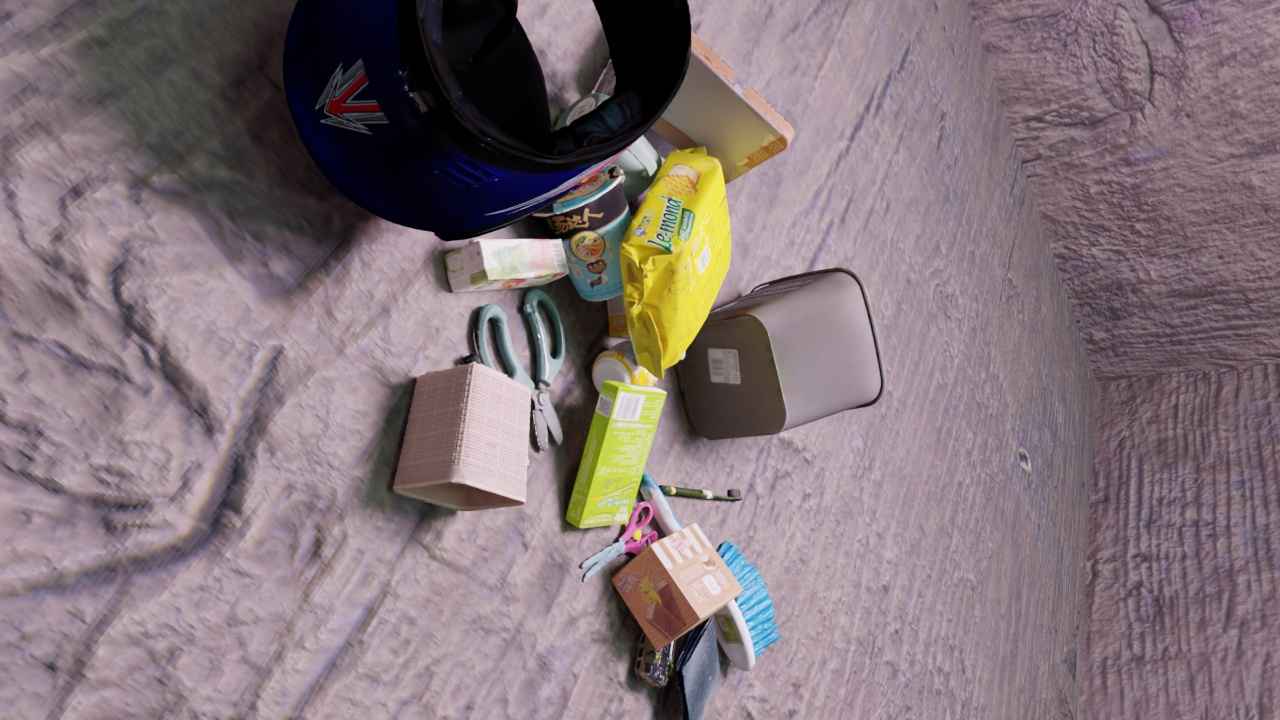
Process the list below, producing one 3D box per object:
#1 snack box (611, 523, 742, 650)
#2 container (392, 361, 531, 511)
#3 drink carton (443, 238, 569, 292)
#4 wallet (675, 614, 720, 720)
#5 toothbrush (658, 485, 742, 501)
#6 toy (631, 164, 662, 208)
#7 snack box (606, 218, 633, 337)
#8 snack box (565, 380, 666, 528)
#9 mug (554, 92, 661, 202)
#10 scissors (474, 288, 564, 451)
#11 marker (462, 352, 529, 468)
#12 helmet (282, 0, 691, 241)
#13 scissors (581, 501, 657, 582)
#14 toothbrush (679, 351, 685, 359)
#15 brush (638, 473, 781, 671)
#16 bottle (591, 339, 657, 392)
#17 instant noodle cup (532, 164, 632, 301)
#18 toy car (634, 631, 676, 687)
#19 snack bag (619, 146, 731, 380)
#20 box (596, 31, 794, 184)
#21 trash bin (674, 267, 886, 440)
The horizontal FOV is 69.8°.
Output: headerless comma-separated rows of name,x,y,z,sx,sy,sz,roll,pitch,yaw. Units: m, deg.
snack box,0.041,0.249,1.019,0.092,0.077,0.094,-12,61,-53
container,-0.154,0.068,0.815,0.090,0.090,0.110,29,58,-47
drink carton,-0.131,-0.097,0.909,0.122,0.054,0.045,-11,88,-54
wallet,0.069,0.370,1.082,0.120,0.019,0.097,-42,127,-62
toothbrush,0.078,0.168,1.172,0.185,0.012,0.017,16,64,-51
toy,0.017,-0.224,1.147,0.084,0.039,0.107,49,46,-31
snack box,-0.005,-0.097,1.097,0.086,0.034,0.140,1,81,-54
snack box,-0.026,0.101,0.983,0.085,0.026,0.156,7,101,-52
mug,-0.031,-0.237,1.025,0.082,0.112,0.106,-52,126,-10
scissors,-0.121,0.014,0.930,0.161,0.019,0.179,1,83,-54
marker,-0.140,0.051,0.895,0.022,0.018,0.131,-113,-179,-70
helmet,-0.137,-0.238,0.762,0.314,0.241,0.247,-32,109,-39
scissors,-0.022,0.216,1.026,0.136,0.017,0.072,-35,121,-46
toothbrush,0.036,-0.090,1.111,0.016,0.016,0.180,-11,92,-60
brush,0.086,0.252,1.134,0.109,0.061,0.314,-37,110,-46
bottle,-0.006,0.006,1.046,0.108,0.063,0.063,-31,108,-51
instant noodle cup,-0.049,-0.133,0.991,0.111,0.111,0.120,-54,131,-44
toy car,0.019,0.321,1.040,0.042,0.035,0.090,50,41,-38
snack bag,0.044,-0.115,1.012,0.245,0.068,0.158,-65,153,-44
box,0.070,-0.322,1.081,0.180,0.218,0.157,36,61,-21
trash bin,0.173,-0.003,1.196,0.219,0.199,0.198,-18,96,-47
